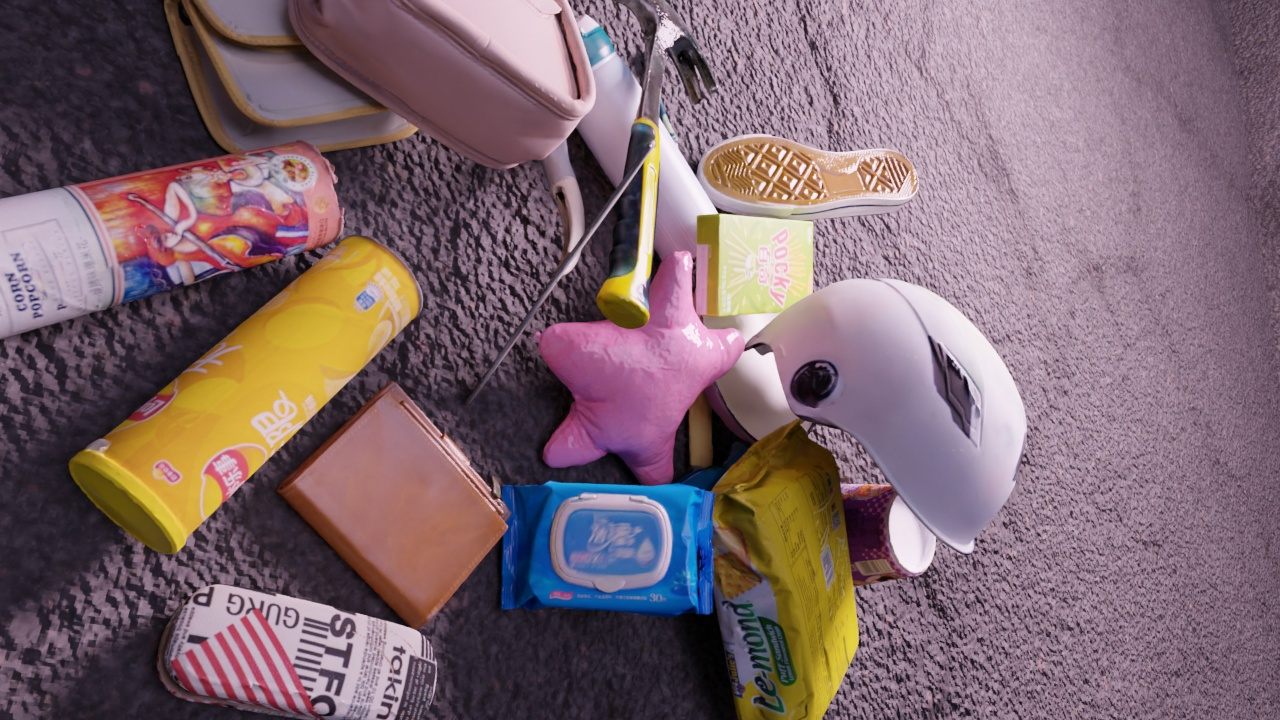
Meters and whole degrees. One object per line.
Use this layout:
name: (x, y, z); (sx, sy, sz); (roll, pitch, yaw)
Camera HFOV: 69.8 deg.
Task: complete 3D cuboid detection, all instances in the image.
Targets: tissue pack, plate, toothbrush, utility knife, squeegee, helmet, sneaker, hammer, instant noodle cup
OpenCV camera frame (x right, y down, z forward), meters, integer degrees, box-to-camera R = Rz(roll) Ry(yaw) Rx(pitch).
tissue pack: (-0.025, 0.133, 0.658); (0.157, 0.052, 0.094); (2, 73, 1)
plate: (0.103, -0.009, 0.854); (0.192, 0.039, 0.192); (18, 65, -45)
toothbrush: (0.033, -0.202, 0.864); (0.016, 0.018, 0.191); (-14, 88, -44)
utility knife: (0.065, 0.144, 0.804); (0.034, 0.018, 0.165); (38, 56, -13)
squeegee: (-0.062, -0.126, 0.687); (0.039, 0.247, 0.246); (19, 39, -28)
helmet: (0.227, 0.023, 0.770); (0.229, 0.258, 0.146); (35, 103, -33)
sneaker: (0.161, -0.168, 0.928); (0.240, 0.088, 0.118); (-4, 68, -21)
hammer: (0.006, -0.165, 0.713); (0.126, 0.032, 0.322); (33, 50, -36)
instant noodle cup: (0.221, 0.166, 0.884); (0.111, 0.099, 0.111); (14, 68, -40)
utility knife: (0.056, 0.037, 0.825); (0.031, 0.018, 0.151); (20, 68, -42)

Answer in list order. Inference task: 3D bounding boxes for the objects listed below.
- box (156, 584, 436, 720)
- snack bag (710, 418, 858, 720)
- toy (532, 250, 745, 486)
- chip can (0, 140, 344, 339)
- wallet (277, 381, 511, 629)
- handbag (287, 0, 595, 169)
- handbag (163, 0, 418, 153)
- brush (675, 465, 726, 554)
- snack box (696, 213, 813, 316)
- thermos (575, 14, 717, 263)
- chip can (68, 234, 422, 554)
box: (-0.191, 0.175, 0.535); (0.164, 0.064, 0.074); (24, 79, -36)
snack bag: (0.124, 0.183, 0.763); (0.157, 0.068, 0.247); (-35, 118, -53)
toy: (-0.004, 0.004, 0.715); (0.178, 0.074, 0.194); (25, 96, -35)
chip can: (-0.278, -0.071, 0.514); (0.214, 0.071, 0.071); (-28, 98, -43)
wallet: (-0.151, 0.090, 0.610); (0.130, 0.035, 0.118); (53, 52, -18)
handbag: (-0.124, -0.266, 0.633); (0.193, 0.094, 0.233); (28, 49, -40)
handbag: (-0.227, -0.234, 0.614); (0.163, 0.063, 0.178); (-24, 92, -45)
brush: (0.033, 0.127, 0.736); (0.055, 0.074, 0.143); (38, 44, 19)
snack box: (0.105, -0.084, 0.813); (0.156, 0.026, 0.086); (-6, 98, -50)
thermos: (-0.008, -0.187, 0.791); (0.224, 0.073, 0.073); (56, 49, -17)
chip can: (-0.221, 0.013, 0.543); (0.072, 0.072, 0.212); (53, 49, -19)
